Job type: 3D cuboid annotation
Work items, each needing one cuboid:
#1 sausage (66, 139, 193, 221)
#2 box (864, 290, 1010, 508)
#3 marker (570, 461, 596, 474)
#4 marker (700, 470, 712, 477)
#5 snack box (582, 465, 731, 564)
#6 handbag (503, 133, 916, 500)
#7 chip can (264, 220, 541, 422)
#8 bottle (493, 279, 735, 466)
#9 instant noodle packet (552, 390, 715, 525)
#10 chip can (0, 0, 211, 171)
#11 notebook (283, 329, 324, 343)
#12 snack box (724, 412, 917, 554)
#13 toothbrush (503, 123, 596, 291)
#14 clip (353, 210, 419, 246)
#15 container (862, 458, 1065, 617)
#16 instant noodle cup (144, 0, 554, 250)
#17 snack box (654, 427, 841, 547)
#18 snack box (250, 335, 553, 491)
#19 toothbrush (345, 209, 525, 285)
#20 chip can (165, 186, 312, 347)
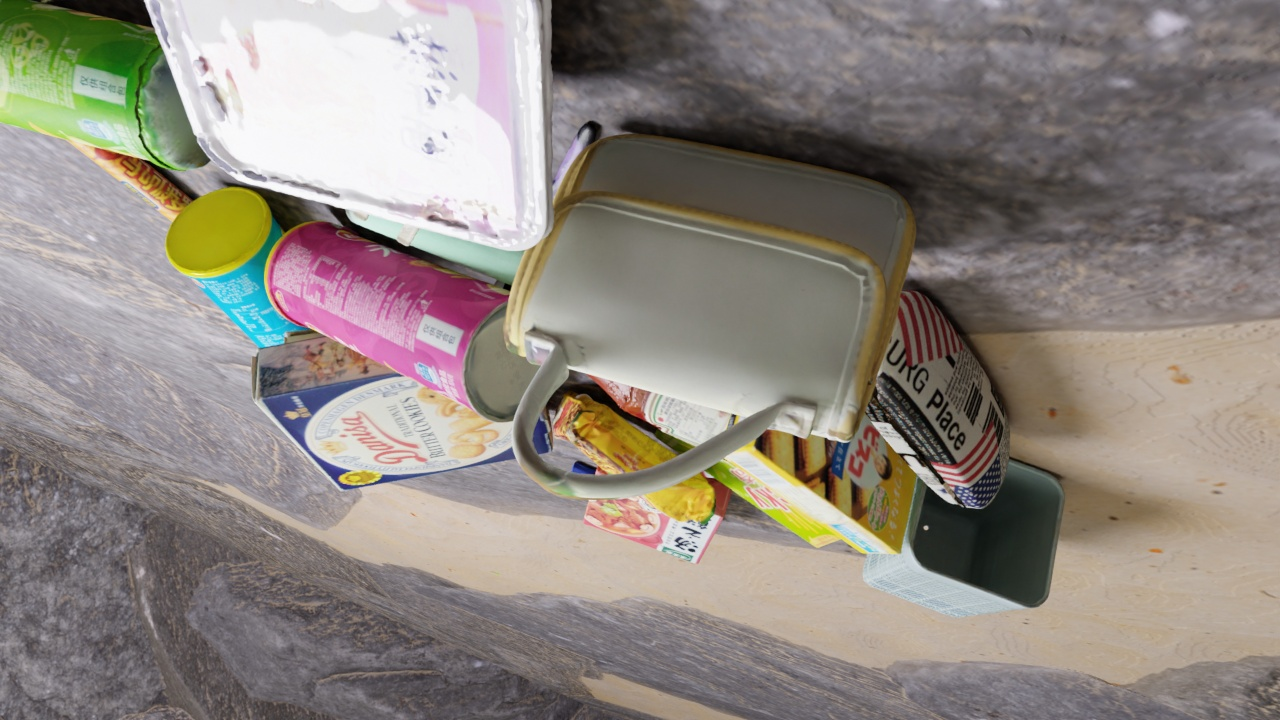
[{"bbox_3d":[-0.344,-0.128,0.622,0.021,0.021,0.165,1,148,35],"label":"sausage"},{"bbox_3d":[0.157,0.024,0.504,0.164,0.071,0.060,45,170,-35],"label":"box"},{"bbox_3d":[0.002,0.130,0.871,0.146,0.016,0.017,21,154,-1],"label":"marker"},{"bbox_3d":[0.105,0.086,0.711,0.145,0.017,0.017,-3,146,40],"label":"marker"},{"bbox_3d":[0.012,0.130,0.813,0.113,0.044,0.127,19,144,3],"label":"snack box"},{"bbox_3d":[0.022,-0.015,0.396,0.163,0.178,0.063,15,148,15],"label":"handbag"},{"bbox_3d":[-0.140,-0.028,0.546,0.211,0.071,0.071,21,160,38],"label":"chip can"},{"bbox_3d":[-0.003,0.003,0.588,0.206,0.059,0.060,26,154,3],"label":"bottle"},{"bbox_3d":[-0.007,0.074,0.696,0.128,0.044,0.111,35,177,-13],"label":"instant noodle packet"},{"bbox_3d":[-0.327,-0.159,0.494,0.221,0.072,0.073,16,154,11],"label":"chip can"},{"bbox_3d":[-0.172,0.022,0.725,0.149,0.012,0.212,-9,153,-5],"label":"notebook"},{"bbox_3d":[0.114,0.049,0.555,0.140,0.086,0.034,37,150,-30],"label":"snack box"},{"bbox_3d":[-0.060,-0.063,0.511,0.014,0.016,0.190,34,138,-3],"label":"toothbrush"},{"bbox_3d":[-0.111,-0.113,0.480,0.035,0.094,0.102,29,115,-13],"label":"clip"},{"bbox_3d":[0.211,0.120,0.621,0.090,0.089,0.112,21,157,1],"label":"container"},{"bbox_3d":[-0.109,-0.130,0.381,0.173,0.060,0.138,14,138,9],"label":"instant noodle cup"},{"bbox_3d":[0.092,0.077,0.664,0.156,0.026,0.086,34,153,-5],"label":"snack box"},{"bbox_3d":[-0.164,0.034,0.686,0.182,0.045,0.178,-11,153,-4],"label":"snack box"},{"bbox_3d":[-0.080,-0.059,0.499,0.225,0.027,0.026,22,159,30],"label":"toothbrush"},{"bbox_3d":[-0.261,-0.035,0.686,0.071,0.071,0.210,13,154,16],"label":"chip can"}]
